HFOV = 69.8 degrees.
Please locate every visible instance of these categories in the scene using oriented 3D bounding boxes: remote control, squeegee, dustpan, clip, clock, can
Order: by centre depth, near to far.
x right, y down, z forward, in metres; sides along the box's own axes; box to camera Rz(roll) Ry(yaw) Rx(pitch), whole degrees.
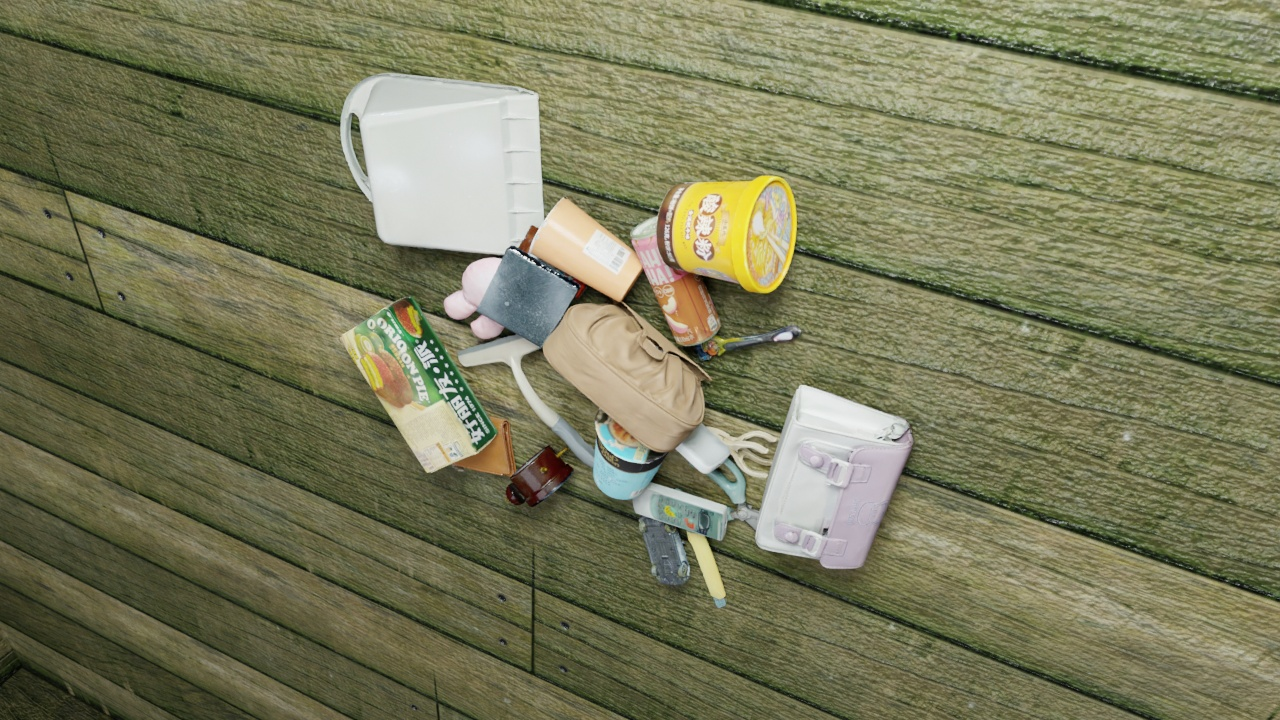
[{"bbox_3d":[0.041,-0.091,1.052,0.058,0.057,0.147,-10,117,34],"label":"can"},{"bbox_3d":[-0.250,-0.248,1.136,0.257,0.142,0.223,-2,126,-4],"label":"dustpan"},{"bbox_3d":[0.050,0.086,1.154,0.136,0.055,0.020,41,133,17],"label":"remote control"},{"bbox_3d":[0.127,0.101,1.158,0.104,0.034,0.089,34,136,14],"label":"clip"},{"bbox_3d":[0.053,0.204,1.255,0.135,0.019,0.056,15,129,20],"label":"remote control"},{"bbox_3d":[-0.121,0.072,1.256,0.247,0.039,0.246,-12,121,46],"label":"squeegee"},{"bbox_3d":[-0.151,0.171,1.328,0.055,0.081,0.122,50,130,-5],"label":"clock"}]

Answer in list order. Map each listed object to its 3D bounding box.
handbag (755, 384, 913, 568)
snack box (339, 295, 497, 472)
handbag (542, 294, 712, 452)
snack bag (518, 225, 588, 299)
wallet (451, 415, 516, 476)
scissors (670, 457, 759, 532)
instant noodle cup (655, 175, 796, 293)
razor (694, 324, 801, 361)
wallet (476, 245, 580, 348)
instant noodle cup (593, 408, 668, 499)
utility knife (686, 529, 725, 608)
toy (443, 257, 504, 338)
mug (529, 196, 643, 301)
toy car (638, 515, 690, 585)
[{"bbox_3d":[0.226,0.146,1.088,0.145,0.098,0.197,12,124,4],"label":"handbag"},{"bbox_3d":[-0.317,0.037,1.315,0.115,0.063,0.240,-25,100,34],"label":"snack box"},{"bbox_3d":[-0.006,0.006,1.090,0.204,0.147,0.100,40,119,-2],"label":"handbag"},{"bbox_3d":[-0.102,-0.120,1.128,0.105,0.026,0.045,37,117,-1],"label":"snack bag"},{"bbox_3d":[-0.252,0.123,1.384,0.132,0.031,0.108,9,122,24],"label":"wallet"},{"bbox_3d":[0.102,0.194,1.247,0.174,0.019,0.177,47,131,-9],"label":"scissors"},{"bbox_3d":[0.088,-0.136,0.962,0.115,0.118,0.119,12,127,32],"label":"instant noodle cup"},{"bbox_3d":[0.122,-0.023,1.080,0.143,0.022,0.043,-8,119,33],"label":"razor"},{"bbox_3d":[-0.137,-0.075,1.108,0.097,0.019,0.121,29,133,-8],"label":"wallet"},{"bbox_3d":[-0.016,0.119,1.208,0.111,0.111,0.121,28,140,9],"label":"instant noodle cup"},{"bbox_3d":[0.096,0.300,1.324,0.031,0.019,0.175,2,122,33],"label":"utility knife"},{"bbox_3d":[-0.186,-0.077,1.183,0.160,0.054,0.121,-22,129,42],"label":"toy"},{"bbox_3d":[-0.058,-0.126,1.074,0.123,0.078,0.078,33,132,0],"label":"mug"},{"bbox_3d":[0.037,0.269,1.324,0.054,0.036,0.121,-7,108,33],"label":"toy car"}]
